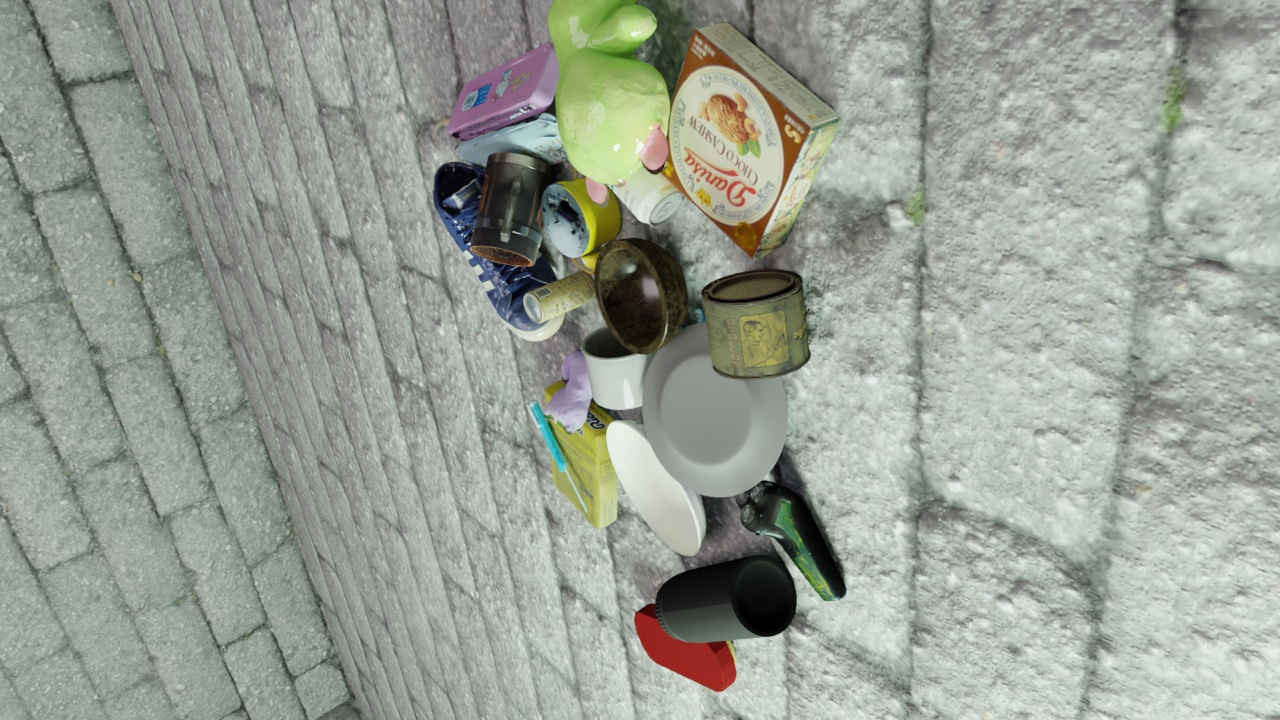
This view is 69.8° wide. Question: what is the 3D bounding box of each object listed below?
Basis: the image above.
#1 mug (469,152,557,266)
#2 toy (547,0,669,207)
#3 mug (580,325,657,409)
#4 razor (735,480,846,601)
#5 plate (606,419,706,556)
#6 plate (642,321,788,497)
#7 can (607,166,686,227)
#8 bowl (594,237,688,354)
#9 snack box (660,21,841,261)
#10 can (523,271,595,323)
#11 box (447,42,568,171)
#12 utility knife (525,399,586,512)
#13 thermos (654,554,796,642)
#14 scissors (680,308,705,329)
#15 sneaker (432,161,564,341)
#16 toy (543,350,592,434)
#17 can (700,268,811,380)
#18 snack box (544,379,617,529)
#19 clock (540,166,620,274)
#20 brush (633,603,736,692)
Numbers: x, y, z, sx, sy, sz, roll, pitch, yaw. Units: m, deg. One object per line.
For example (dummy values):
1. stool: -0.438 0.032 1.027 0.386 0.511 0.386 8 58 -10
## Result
1. mug: -0.142 -0.170 1.017 0.116 0.080 0.107 140 142 -80
2. toy: -0.032 -0.250 0.815 0.150 0.107 0.196 -9 77 58
3. mug: -0.006 0.006 1.019 0.113 0.084 0.071 1 120 19
4. razor: 0.153 0.185 0.928 0.151 0.067 0.054 56 149 -3
5. plate: 0.025 0.143 1.081 0.182 0.034 0.183 46 154 30
6. plate: 0.068 0.050 0.930 0.179 0.012 0.178 3 94 39
7. can: -0.004 -0.181 0.899 0.101 0.054 0.055 50 145 20
8. bowl: 0.010 -0.072 0.951 0.121 0.056 0.121 31 131 43
9. snack box: 0.084 -0.185 0.786 0.143 0.041 0.147 48 144 22
10. can: -0.094 -0.075 1.073 0.038 0.079 0.038 33 136 38
11. box: -0.130 -0.274 1.035 0.215 0.091 0.090 2 71 53
12. utility knife: -0.110 0.126 1.207 0.167 0.015 0.022 63 151 8
13. thermos: 0.087 0.281 1.062 0.086 0.086 0.199 61 147 3
14. scissors: 0.084 0.006 0.949 0.118 0.013 0.140 5 114 54
15. sneaker: -0.171 -0.143 1.096 0.233 0.091 0.118 57 171 26
16. toy: -0.083 0.037 1.141 0.080 0.036 0.099 29 90 44
17. can: 0.103 -0.034 0.820 0.090 0.089 0.075 17 124 49
18. snack box: -0.074 0.127 1.218 0.121 0.045 0.181 38 141 38
19. clock: -0.066 -0.148 1.005 0.083 0.057 0.119 37 138 34
20. brush: 0.062 0.368 1.197 0.174 0.041 0.082 2 114 54
